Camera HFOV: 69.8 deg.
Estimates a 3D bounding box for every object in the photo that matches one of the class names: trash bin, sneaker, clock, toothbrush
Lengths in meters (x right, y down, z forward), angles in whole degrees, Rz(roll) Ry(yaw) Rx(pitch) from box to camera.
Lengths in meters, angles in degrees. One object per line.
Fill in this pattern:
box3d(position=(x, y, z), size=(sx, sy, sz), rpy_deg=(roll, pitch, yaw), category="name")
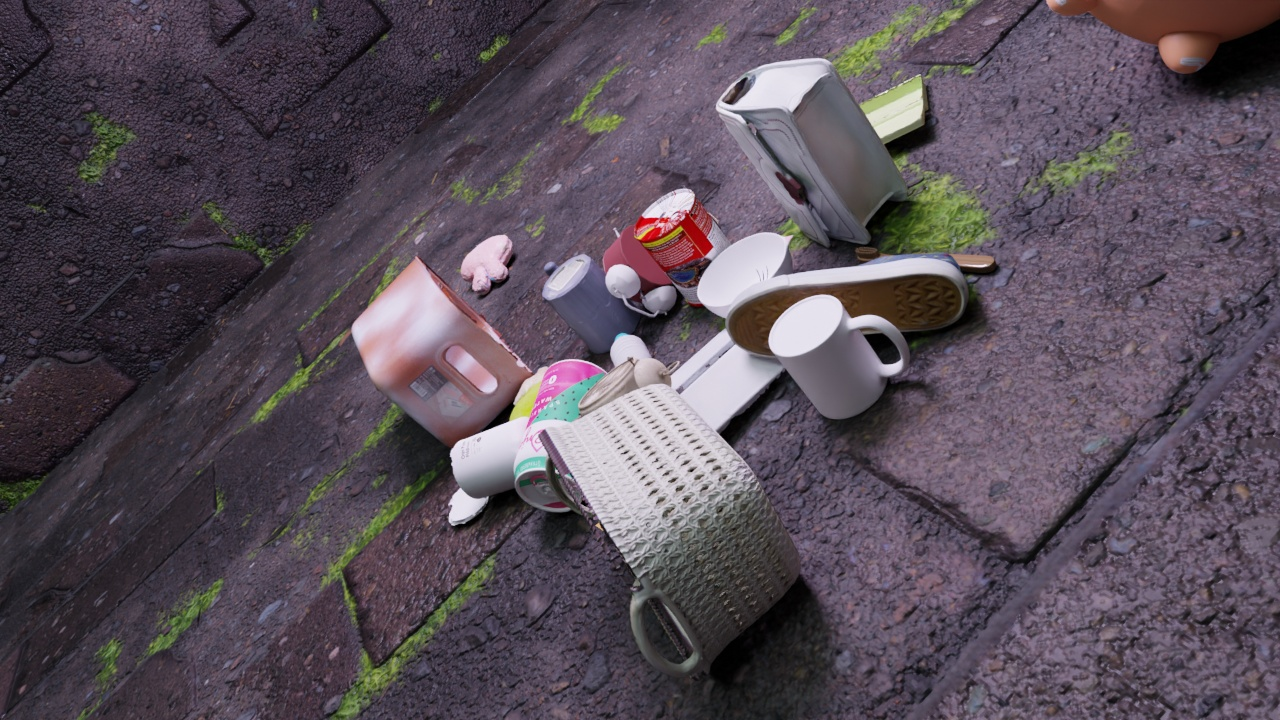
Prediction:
box3d(position=(-0.285, -0.012, 1.286), size=(0.157, 0.181, 0.260), rpy_deg=(-45, 31, -2), category="trash bin")
box3d(position=(0.195, -0.064, 0.888), size=(0.236, 0.087, 0.079), rpy_deg=(-9, 31, 29), category="sneaker")
box3d(position=(0.001, -0.113, 1.159), size=(0.048, 0.096, 0.137), rpy_deg=(-43, 35, 44), category="clock")
box3d(position=(-0.011, 0.029, 0.949), size=(0.141, 0.054, 0.092), rpy_deg=(-32, 13, 40), category="clock")
box3d(position=(0.279, -0.101, 0.913), size=(0.016, 0.016, 0.167), rpy_deg=(-51, 32, -17), category="toothbrush")

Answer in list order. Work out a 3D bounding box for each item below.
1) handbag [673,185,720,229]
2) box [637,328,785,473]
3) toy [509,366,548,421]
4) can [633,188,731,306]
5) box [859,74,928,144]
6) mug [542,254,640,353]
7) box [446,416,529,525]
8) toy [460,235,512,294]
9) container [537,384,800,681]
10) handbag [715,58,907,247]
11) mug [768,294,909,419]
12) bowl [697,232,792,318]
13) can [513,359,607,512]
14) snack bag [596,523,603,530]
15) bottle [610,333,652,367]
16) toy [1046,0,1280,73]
box3d(position=(0.054, -0.183, 1.238), size=(0.079, 0.054, 0.128), rpy_deg=(-44, 34, 8), category="handbag")
box3d(position=(0.057, 0.037, 0.954), size=(0.209, 0.045, 0.128), rpy_deg=(-41, 32, -13), category="box")
box3d(position=(-0.127, 0.048, 1.162), size=(0.092, 0.043, 0.117), rpy_deg=(-39, 28, 10), category="toy")
box3d(position=(0.060, -0.134, 1.104), size=(0.087, 0.116, 0.086), rpy_deg=(-29, 33, 21), category="can")
box3d(position=(0.264, -0.279, 1.139), size=(0.188, 0.030, 0.138), rpy_deg=(-23, 30, 29), category="box")
box3d(position=(-0.072, -0.079, 1.199), size=(0.084, 0.104, 0.124), rpy_deg=(-45, 31, -4), category="mug")
box3d(position=(-0.185, 0.132, 1.091), size=(0.166, 0.094, 0.084), rpy_deg=(-19, 40, 19), category="box")
box3d(position=(-0.262, -0.161, 1.575), size=(0.108, 0.053, 0.105), rpy_deg=(-32, 43, 16), category="toy")
box3d(position=(0.019, 0.129, 0.768), size=(0.143, 0.185, 0.251), rpy_deg=(-35, 29, -5), category="container")
box3d(position=(0.180, -0.221, 1.000), size=(0.096, 0.198, 0.142), rpy_deg=(-51, 31, -12), category="handbag")
box3d(position=(0.185, -0.006, 0.825), size=(0.111, 0.090, 0.073), rpy_deg=(-14, 41, 39), category="mug")
box3d(position=(0.126, -0.086, 1.034), size=(0.115, 0.050, 0.114), rpy_deg=(-29, 33, 21), category="bowl")
box3d(position=(-0.083, 0.081, 1.024), size=(0.088, 0.088, 0.165), rpy_deg=(-21, 36, 31), category="can")
box3d(position=(-0.006, 0.136, 0.934), size=(0.099, 0.020, 0.026), rpy_deg=(-49, 31, -12), category="snack bag")
box3d(position=(-0.006, 0.006, 1.075), size=(0.044, 0.044, 0.136), rpy_deg=(-38, 31, 7), category="bottle")
box3d(position=(0.506, -0.410, 0.818), size=(0.281, 0.263, 0.265), rpy_deg=(-58, -13, 7), category="toy")
